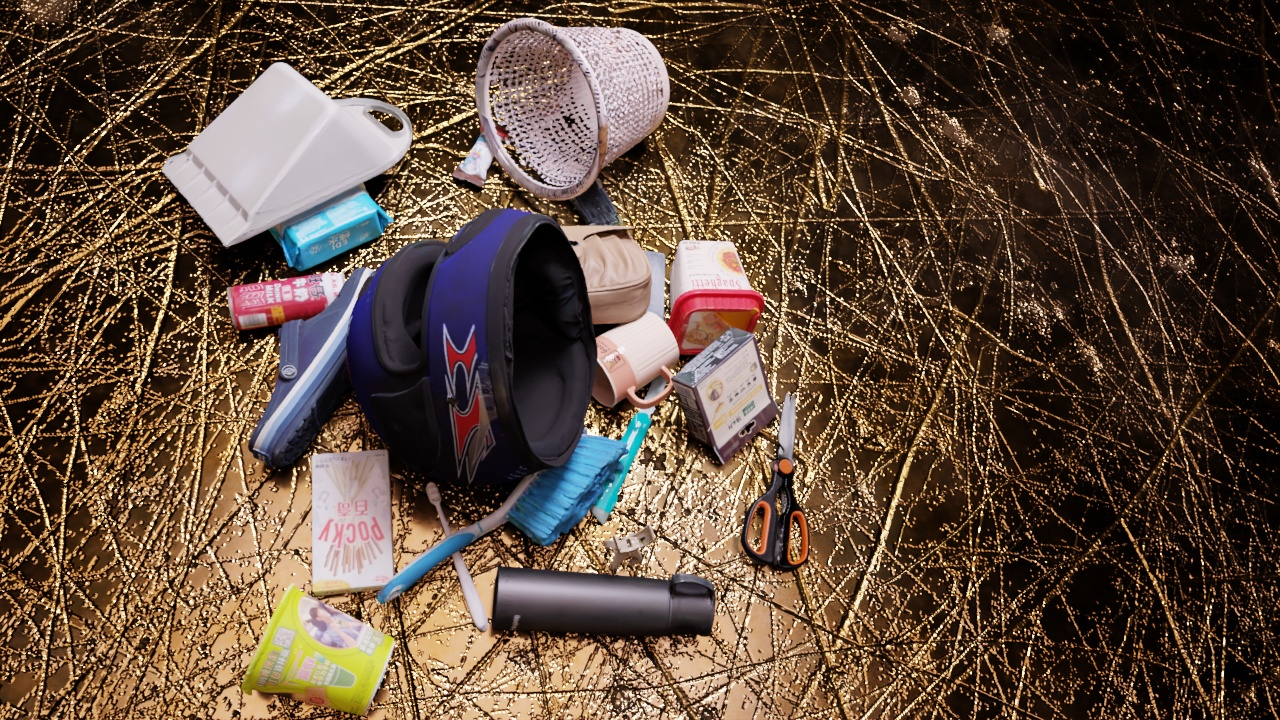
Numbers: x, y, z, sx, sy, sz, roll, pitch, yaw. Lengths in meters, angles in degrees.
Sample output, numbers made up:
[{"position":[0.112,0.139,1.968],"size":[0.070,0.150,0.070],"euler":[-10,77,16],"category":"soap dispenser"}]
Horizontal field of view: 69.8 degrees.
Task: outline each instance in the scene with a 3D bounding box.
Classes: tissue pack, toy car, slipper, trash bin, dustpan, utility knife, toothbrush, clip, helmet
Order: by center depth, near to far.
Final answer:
[{"position":[-0.193,-0.016,0.987],"size":[0.241,0.316,0.246],"euler":[7,38,19],"category":"helmet"},{"position":[-0.016,0.211,1.036],"size":[0.074,0.101,0.034],"euler":[-12,71,-18],"category":"clip"},{"position":[-0.208,0.220,1.037],"size":[0.016,0.016,0.180],"euler":[-19,72,-17],"category":"toothbrush"},{"position":[-0.374,0.001,1.051],"size":[0.095,0.105,0.252],"euler":[27,70,-3],"category":"slipper"},{"position":[-0.010,0.101,1.134],"size":[0.029,0.013,0.218],"euler":[26,66,2],"category":"utility knife"},{"position":[-0.393,-0.177,1.146],"size":[0.139,0.063,0.090],"euler":[-32,72,-24],"category":"tissue pack"},{"position":[-0.426,-0.256,1.159],"size":[0.257,0.142,0.223],"euler":[-50,56,-1],"category":"dustpan"},{"position":[-0.074,-0.349,1.218],"size":[0.227,0.228,0.191],"euler":[47,47,10],"category":"trash bin"},{"position":[-0.062,-0.206,1.249],"size":[0.048,0.031,0.105],"euler":[-22,72,-22],"category":"toy car"}]

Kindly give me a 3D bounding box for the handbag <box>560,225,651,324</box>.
[{"position":[-0.089,-0.114,1.145],"size":[0.204,0.100,0.147],"euler":[-3,44,-4],"category":"handbag"}]

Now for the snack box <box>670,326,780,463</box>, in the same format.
[{"position":[0.108,0.043,1.142],"size":[0.113,0.126,0.053],"euler":[-39,39,-25],"category":"snack box"}]

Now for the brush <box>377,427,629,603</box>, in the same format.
[{"position":[-0.146,0.182,1.036],"size":[0.109,0.061,0.313],"euler":[30,56,21],"category":"brush"}]

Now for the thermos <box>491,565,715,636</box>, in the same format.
[{"position":[-0.039,0.261,1.017],"size":[0.242,0.090,0.068],"euler":[5,34,-10],"category":"thermos"}]

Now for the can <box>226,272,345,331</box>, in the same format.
[{"position":[-0.419,-0.072,1.099],"size":[0.132,0.053,0.053],"euler":[-11,69,-17],"category":"can"}]

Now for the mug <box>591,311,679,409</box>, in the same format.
[{"position":[-0.007,0.007,1.135],"size":[0.105,0.082,0.114],"euler":[-32,62,-25],"category":"mug"}]

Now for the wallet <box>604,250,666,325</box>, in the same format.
[{"position":[-0.014,-0.097,1.220],"size":[0.097,0.019,0.120],"euler":[8,64,-11],"category":"wallet"}]

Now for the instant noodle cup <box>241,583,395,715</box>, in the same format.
[{"position":[-0.321,0.302,0.931],"size":[0.123,0.112,0.111],"euler":[24,63,-9],"category":"instant noodle cup"}]

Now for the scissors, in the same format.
[{"position":[0.189,0.152,1.150],"size":[0.139,0.022,0.234],"euler":[36,62,-6],"category":"scissors"}]

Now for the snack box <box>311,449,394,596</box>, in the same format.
[{"position":[-0.321,0.179,1.025],"size":[0.084,0.027,0.156],"euler":[-3,66,-14],"category":"snack box"}]

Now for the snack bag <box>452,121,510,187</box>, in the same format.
[{"position":[-0.216,-0.283,1.253],"size":[0.045,0.026,0.105],"euler":[24,66,-5],"category":"snack bag"}]

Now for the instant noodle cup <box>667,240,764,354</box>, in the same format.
[{"position":[0.088,-0.085,1.190],"size":[0.116,0.117,0.124],"euler":[0,55,-12],"category":"instant noodle cup"}]
